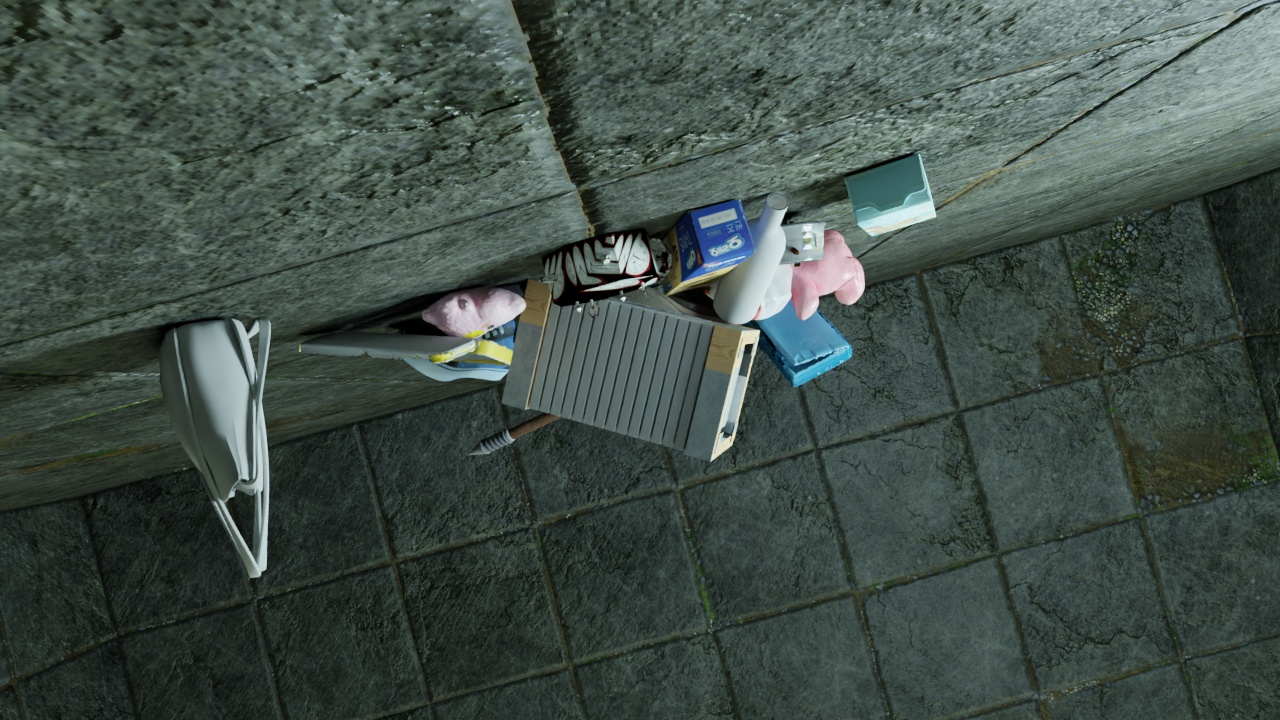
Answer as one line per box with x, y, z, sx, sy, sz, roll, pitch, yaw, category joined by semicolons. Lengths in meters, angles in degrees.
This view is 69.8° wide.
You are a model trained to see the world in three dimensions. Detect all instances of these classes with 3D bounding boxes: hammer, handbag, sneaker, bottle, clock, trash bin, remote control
-0.120;0.076;1.332;0.323;0.156;0.043;-25;-143;19;hammer
-0.362;0.082;0.822;0.095;0.222;0.216;-13;178;-27;handbag
0.030;-0.072;1.259;0.234;0.095;0.119;12;-148;-20;sneaker
-0.223;-0.033;1.180;0.098;0.083;0.241;-51;162;12;sneaker
0.121;-0.109;0.969;0.052;0.052;0.196;-15;156;-15;bottle
-0.027;-0.085;0.936;0.115;0.065;0.154;-16;177;28;clock
-0.006;0.006;1.060;0.247;0.142;0.142;14;-174;14;trash bin
-0.178;-0.066;1.062;0.032;0.015;0.137;-14;180;-33;remote control
0.171;-0.138;1.077;0.104;0.056;0.147;-4;-176;30;clock

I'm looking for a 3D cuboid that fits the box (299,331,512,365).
-0.251;-0.013;0.981;0.210;0.039;0.129;5;-176;29;box

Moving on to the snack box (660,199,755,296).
0.061;-0.112;0.959;0.056;0.057;0.207;-15;178;-10;snack box

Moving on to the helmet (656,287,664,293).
-0.051;-0.013;1.410;0.236;0.163;0.264;-16;177;-22;helmet

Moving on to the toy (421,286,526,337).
-0.182;-0.050;0.972;0.103;0.050;0.093;-20;170;35;toy

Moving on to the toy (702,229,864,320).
0.171;-0.111;1.168;0.213;0.084;0.142;-12;-139;-14;toy

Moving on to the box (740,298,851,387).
0.176;-0.067;1.206;0.093;0.231;0.048;-27;138;-7;box

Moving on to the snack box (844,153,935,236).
0.265;-0.170;0.961;0.075;0.053;0.174;-16;179;19;snack box
